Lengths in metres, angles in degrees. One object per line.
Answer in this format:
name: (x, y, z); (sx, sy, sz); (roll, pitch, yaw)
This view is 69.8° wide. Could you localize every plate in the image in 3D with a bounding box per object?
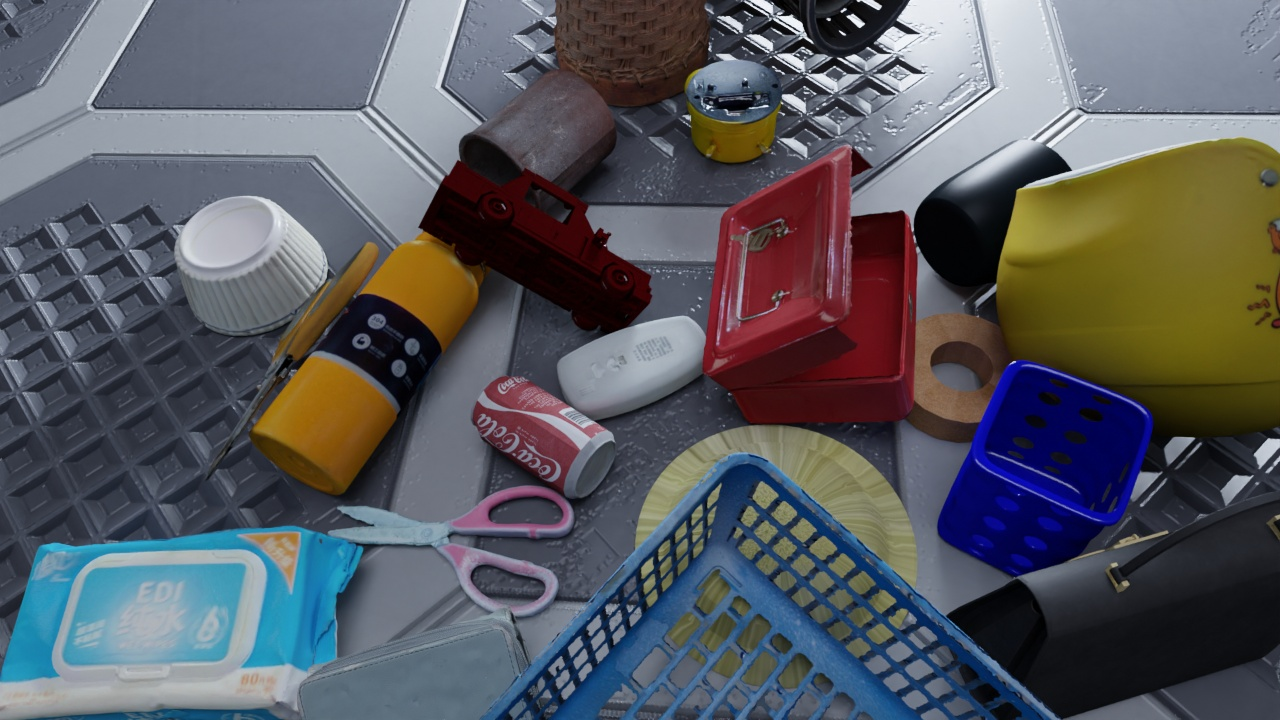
plate: (0.088, 0.113, 0.595); (0.184, 0.036, 0.184); (-2, 56, 3)

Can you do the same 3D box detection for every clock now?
clock: (0.082, -0.230, 0.814); (0.083, 0.057, 0.118); (-4, 56, 2)

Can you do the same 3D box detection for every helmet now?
helmet: (0.335, -0.017, 0.577); (0.240, 0.209, 0.139); (28, 79, -18)

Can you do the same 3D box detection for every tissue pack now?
tissue pack: (-0.284, 0.167, 0.571); (0.209, 0.066, 0.116); (-3, 57, 0)

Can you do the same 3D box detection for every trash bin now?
trash bin: (-0.014, -0.357, 0.815); (0.151, 0.210, 0.151); (-2, 56, 3)
trash bin: (0.139, -0.417, 0.879); (0.164, 0.164, 0.227); (-35, 57, -18)

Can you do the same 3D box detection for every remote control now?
remote control: (-0.004, 0.004, 0.680); (0.114, 0.028, 0.060); (-23, 57, -11)

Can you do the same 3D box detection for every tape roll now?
tape roll: (0.227, 0.011, 0.658); (0.094, 0.027, 0.093); (-2, 56, 3)

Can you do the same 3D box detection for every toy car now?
toy car: (-0.072, -0.087, 0.685); (0.169, 0.070, 0.061); (29, 52, -14)

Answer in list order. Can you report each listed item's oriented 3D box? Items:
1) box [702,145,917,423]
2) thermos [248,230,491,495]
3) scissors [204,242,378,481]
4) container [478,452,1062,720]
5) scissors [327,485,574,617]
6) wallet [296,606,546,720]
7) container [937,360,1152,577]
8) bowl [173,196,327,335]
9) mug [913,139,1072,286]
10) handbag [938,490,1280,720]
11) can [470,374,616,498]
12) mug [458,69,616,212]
box: (0.125, -0.039, 0.654); (0.137, 0.126, 0.157); (-17, 49, 39)
thermos: (-0.192, -0.020, 0.681); (0.091, 0.076, 0.232); (23, 61, 12)
scissors: (-0.258, 0.003, 0.660); (0.114, 0.016, 0.228); (-28, 31, 40)
container: (0.023, 0.256, 0.446); (0.257, 0.089, 0.361); (42, 67, 11)
scissors: (-0.135, 0.130, 0.615); (0.178, 0.016, 0.101); (0, 56, 4)
wallet: (-0.122, 0.206, 0.526); (0.131, 0.054, 0.100); (-15, 83, -5)
container: (0.241, 0.073, 0.562); (0.085, 0.114, 0.084); (25, 63, 19)
bowl: (-0.321, -0.084, 0.743); (0.115, 0.063, 0.115); (-2, 56, 3)
mug: (0.279, -0.095, 0.702); (0.094, 0.085, 0.121); (-31, 88, -15)
handbag: (0.274, 0.117, 0.481); (0.175, 0.196, 0.072); (-14, 56, -6)
can: (-0.068, 0.051, 0.638); (0.096, 0.054, 0.053); (30, 63, 22)
mug: (-0.095, -0.182, 0.787); (0.110, 0.096, 0.123); (-42, 32, -27)
